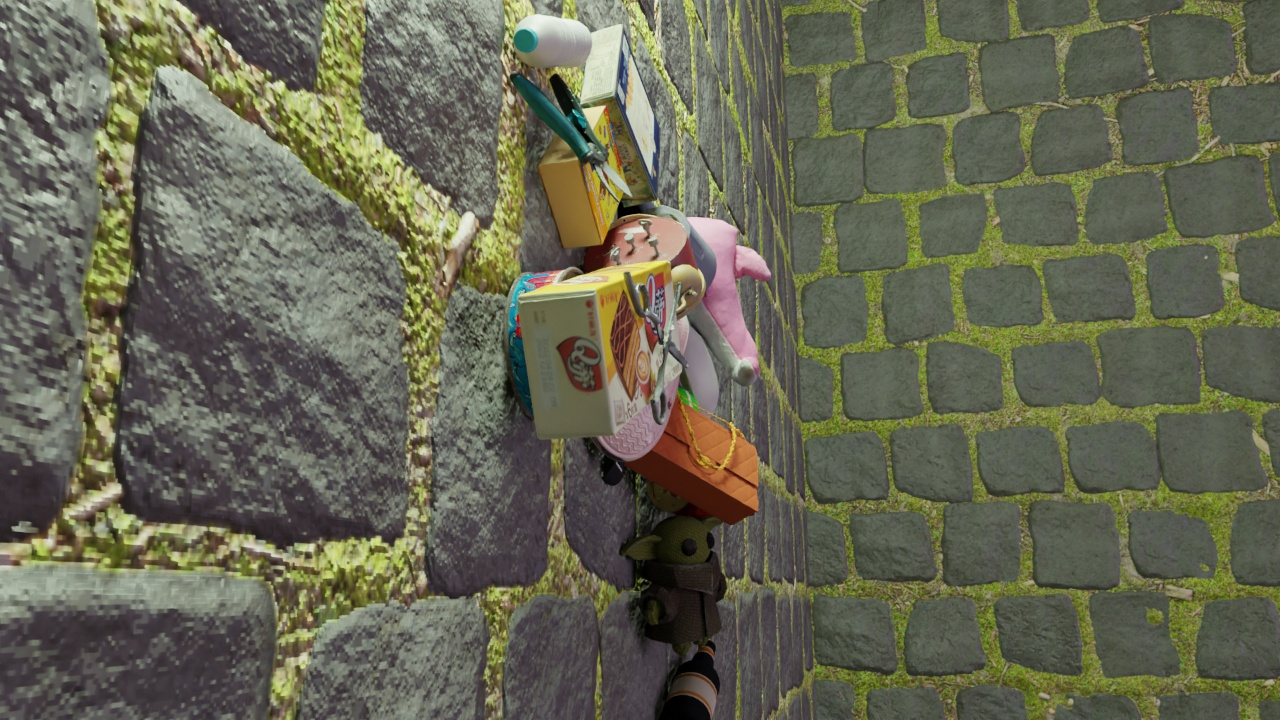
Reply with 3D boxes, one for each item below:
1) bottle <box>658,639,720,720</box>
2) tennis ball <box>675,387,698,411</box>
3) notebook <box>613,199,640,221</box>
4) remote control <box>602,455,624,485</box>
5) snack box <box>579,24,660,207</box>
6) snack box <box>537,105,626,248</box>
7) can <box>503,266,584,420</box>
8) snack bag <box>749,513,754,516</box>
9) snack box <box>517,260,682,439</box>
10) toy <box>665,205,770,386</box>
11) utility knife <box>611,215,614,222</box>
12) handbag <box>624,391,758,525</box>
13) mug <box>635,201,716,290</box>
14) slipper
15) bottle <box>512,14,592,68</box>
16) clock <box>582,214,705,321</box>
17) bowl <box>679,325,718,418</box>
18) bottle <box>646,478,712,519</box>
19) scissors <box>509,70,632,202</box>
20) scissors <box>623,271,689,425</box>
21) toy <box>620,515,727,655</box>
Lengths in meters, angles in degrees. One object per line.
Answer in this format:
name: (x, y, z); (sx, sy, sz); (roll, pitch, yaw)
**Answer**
bottle: (0.069, 0.409, 1.151); (0.181, 0.059, 0.059); (-48, 132, -69)
tennis ball: (0.039, 0.065, 1.125); (0.065, 0.065, 0.065); (-4, 89, -74)
notebook: (-0.008, -0.105, 1.097); (0.149, 0.016, 0.206); (36, 51, -69)
remote control: (-0.024, 0.063, 0.990); (0.033, 0.015, 0.146); (62, 28, -55)
snack box: (-0.019, -0.271, 1.020); (0.145, 0.043, 0.144); (65, 20, -44)
snack box: (-0.054, -0.182, 0.902); (0.125, 0.040, 0.088); (-74, 155, -51)
can: (-0.071, -0.014, 0.790); (0.129, 0.044, 0.130); (-4, 89, -74)
snack bag: (0.101, 0.180, 1.212); (0.197, 0.016, 0.070); (147, -55, -64)
snack box: (-0.024, -0.018, 0.756); (0.229, 0.062, 0.110); (-36, 120, -71)
toy: (0.108, -0.096, 1.215); (0.265, 0.128, 0.187); (64, -4, -3)
utility knife: (-0.034, -0.146, 1.001); (0.022, 0.015, 0.165); (-58, 139, -70)
handbag: (0.063, 0.098, 1.051); (0.172, 0.060, 0.108); (32, 41, -24)
mug: (0.028, -0.142, 1.085); (0.124, 0.084, 0.104); (66, 12, 22)
slipper: (-0.006, 0.006, 0.970); (0.107, 0.056, 0.221); (44, 48, -25)
bottle: (-0.081, -0.287, 0.828); (0.136, 0.044, 0.044); (-51, 135, -68)
clock: (0.003, -0.087, 0.926); (0.158, 0.117, 0.081); (-107, 177, -53)
bowl: (0.072, 0.009, 1.203); (0.149, 0.043, 0.149); (156, -86, -89)
bottle: (0.060, 0.149, 1.136); (0.111, 0.099, 0.099); (11, 74, -53)
scissors: (-0.063, -0.208, 0.815); (0.124, 0.019, 0.155); (19, 41, -49)
scissors: (0.016, -0.021, 0.757); (0.175, 0.014, 0.141); (51, 40, -60)
toy: (0.050, 0.255, 1.052); (0.179, 0.078, 0.153); (-5, 93, -48)
